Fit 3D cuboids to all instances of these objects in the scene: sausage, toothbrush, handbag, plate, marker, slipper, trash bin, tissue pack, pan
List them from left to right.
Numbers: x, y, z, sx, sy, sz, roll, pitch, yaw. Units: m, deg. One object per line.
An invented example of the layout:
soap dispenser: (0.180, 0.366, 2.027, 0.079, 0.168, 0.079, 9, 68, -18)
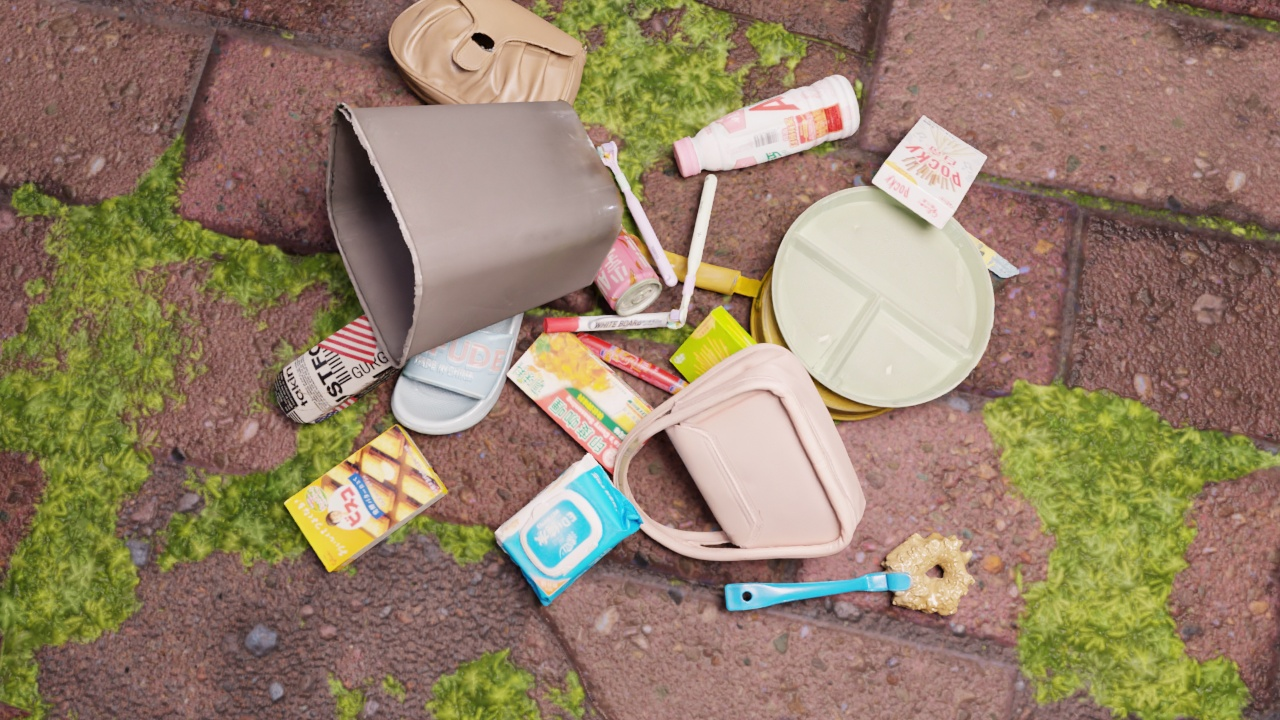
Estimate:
slipper: (-0.176, -0.037, 0.952, 0.104, 0.074, 0.245, 21, 79, 4)
trash bin: (-0.157, -0.135, 0.863, 0.219, 0.200, 0.198, -20, 72, -28)
handbag: (-0.164, -0.326, 0.993, 0.204, 0.100, 0.147, 31, 78, 3)
tissue pack: (-0.071, 0.165, 0.900, 0.140, 0.063, 0.090, -42, 80, 17)
marker: (-0.030, -0.040, 0.954, 0.145, 0.017, 0.017, -4, 78, -22)
sausage: (-0.006, 0.006, 0.968, 0.156, 0.020, 0.020, 26, 80, 5)
toothbrush: (-0.003, -0.157, 0.981, 0.029, 0.021, 0.189, -34, 67, 20)
toothbrush: (0.056, -0.118, 0.953, 0.020, 0.029, 0.189, 26, 62, -22)
handbag: (0.078, 0.108, 0.881, 0.235, 0.093, 0.193, -23, 105, 25)
pan: (0.139, -0.065, 0.968, 0.357, 0.078, 0.197, 23, 76, -1)
plate: (0.242, -0.064, 0.925, 0.230, 0.027, 0.230, 1, 79, -7)

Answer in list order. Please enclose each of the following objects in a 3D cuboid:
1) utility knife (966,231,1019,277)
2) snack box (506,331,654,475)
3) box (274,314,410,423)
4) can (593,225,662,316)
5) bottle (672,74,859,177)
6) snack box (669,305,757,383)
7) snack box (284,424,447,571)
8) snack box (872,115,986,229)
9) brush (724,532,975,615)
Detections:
utility knife: (0.333, -0.143, 0.998, 0.176, 0.019, 0.031, 39, 88, 3)
snack box: (-0.057, 0.038, 0.951, 0.156, 0.027, 0.077, 42, 97, 8)
box: (-0.296, 0.010, 0.944, 0.164, 0.076, 0.075, -32, 83, 15)
can: (-0.038, -0.118, 0.959, 0.058, 0.058, 0.147, -31, 68, -5)
bottle: (0.133, -0.248, 0.994, 0.197, 0.068, 0.068, -18, 79, 1)
snack box: (0.107, 0.028, 0.932, 0.156, 0.086, 0.026, 48, 42, 8)
snack box: (-0.280, 0.141, 0.941, 0.140, 0.034, 0.087, -36, 80, -4)
snack box: (0.304, -0.200, 0.956, 0.085, 0.027, 0.156, 36, 43, 7)
brush: (0.209, 0.220, 0.907, 0.254, 0.046, 0.083, -5, 83, -6)
